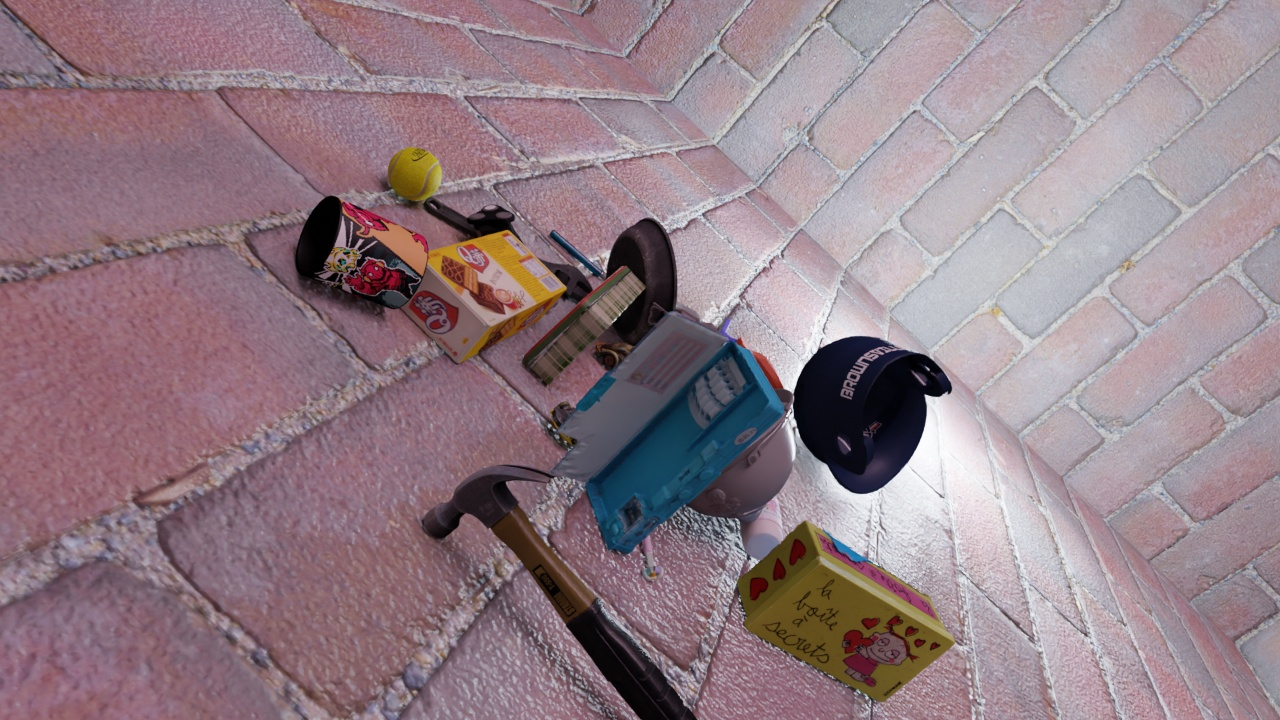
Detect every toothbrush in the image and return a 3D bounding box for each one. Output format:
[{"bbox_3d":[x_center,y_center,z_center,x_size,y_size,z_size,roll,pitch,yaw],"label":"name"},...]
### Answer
[{"bbox_3d":[0.002,0.171,0.974,0.022,0.015,0.154,-5,37,-6],"label":"toothbrush"}]

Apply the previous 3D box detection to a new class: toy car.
[{"bbox_3d":[-0.007,0.007,1.210,0.112,0.047,0.047,45,18,2],"label":"toy car"},{"bbox_3d":[-0.061,0.076,1.015,0.106,0.030,0.049,20,33,-49],"label":"toy car"}]

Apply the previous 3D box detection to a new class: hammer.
[{"bbox_3d":[0.089,0.011,1.416,0.119,0.031,0.330,32,27,-25],"label":"hammer"},{"bbox_3d":[-0.030,0.219,0.726,0.333,0.118,0.025,50,24,1],"label":"hammer"}]

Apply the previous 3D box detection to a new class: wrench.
[{"bbox_3d":[-0.172,-0.148,1.244,0.273,0.018,0.073,28,36,-30],"label":"wrench"}]

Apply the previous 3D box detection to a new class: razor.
[{"bbox_3d":[-0.160,-0.131,1.190,0.156,0.060,0.057,60,40,-14],"label":"razor"},{"bbox_3d":[-0.081,-0.152,1.411,0.144,0.022,0.042,36,19,-7],"label":"razor"}]

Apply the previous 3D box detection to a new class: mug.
[{"bbox_3d":[-0.284,-0.110,0.917,0.098,0.082,0.118,23,2,-42],"label":"mug"}]

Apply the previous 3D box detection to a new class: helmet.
[{"bbox_3d":[0.364,0.088,1.500,0.223,0.231,0.272,15,-42,60],"label":"helmet"},{"bbox_3d":[0.113,0.132,1.075,0.118,0.184,0.270,64,24,-8],"label":"helmet"}]

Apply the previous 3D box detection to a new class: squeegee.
[{"bbox_3d":[0.195,0.018,1.533,0.185,0.055,0.249,54,18,-5],"label":"squeegee"}]

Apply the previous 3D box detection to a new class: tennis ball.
[{"bbox_3d":[-0.281,-0.232,1.144,0.065,0.065,0.065,36,23,-18],"label":"tennis ball"}]

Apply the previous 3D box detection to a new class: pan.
[{"bbox_3d":[0.035,-0.058,1.206,0.055,0.188,0.356,-2,33,-25],"label":"pan"}]

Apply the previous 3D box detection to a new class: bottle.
[{"bbox_3d":[0.148,0.188,1.148,0.051,0.051,0.146,38,22,-15],"label":"bottle"}]

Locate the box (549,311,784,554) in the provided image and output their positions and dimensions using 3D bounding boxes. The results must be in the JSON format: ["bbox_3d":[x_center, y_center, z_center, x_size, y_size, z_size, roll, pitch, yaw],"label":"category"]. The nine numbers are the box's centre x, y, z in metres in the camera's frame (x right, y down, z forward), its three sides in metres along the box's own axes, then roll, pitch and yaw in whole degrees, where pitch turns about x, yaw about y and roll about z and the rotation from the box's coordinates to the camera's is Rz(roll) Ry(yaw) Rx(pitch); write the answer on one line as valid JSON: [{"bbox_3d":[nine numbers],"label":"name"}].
[{"bbox_3d":[0.007,0.072,0.873,0.121,0.227,0.097,26,28,-40],"label":"box"}]

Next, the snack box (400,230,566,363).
[{"bbox_3d":[-0.179,-0.081,1.053,0.110,0.062,0.229,45,22,2],"label":"snack box"}]

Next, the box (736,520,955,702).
[{"bbox_3d":[0.226,0.281,1.023,0.221,0.125,0.080,34,21,-26],"label":"box"}]

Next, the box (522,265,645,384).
[{"bbox_3d":[-0.064,-0.049,1.124,0.049,0.118,0.205,44,23,-4],"label":"box"}]
